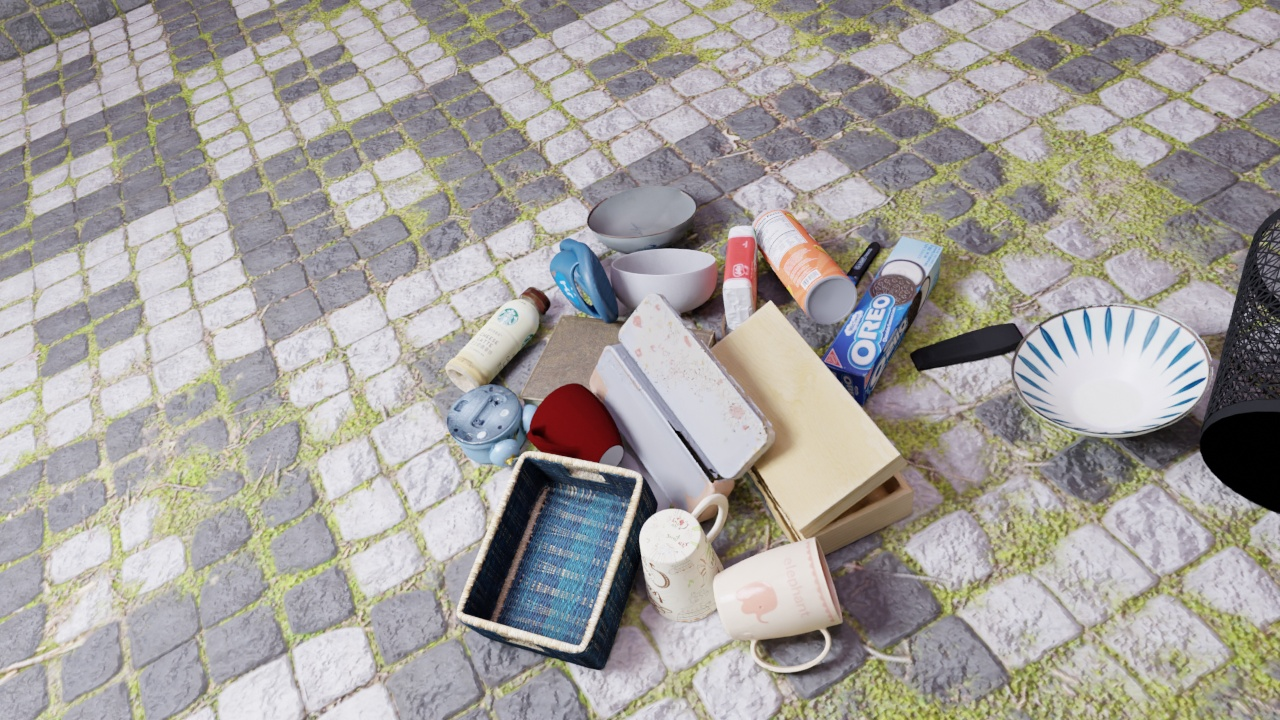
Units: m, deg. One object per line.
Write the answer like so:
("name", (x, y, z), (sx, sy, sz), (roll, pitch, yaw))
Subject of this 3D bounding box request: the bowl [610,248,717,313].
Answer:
("bowl", (0.030, -0.094, 1.162), (0.132, 0.064, 0.131), (-3, 21, 1))

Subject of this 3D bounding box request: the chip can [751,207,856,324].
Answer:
("chip can", (0.195, -0.120, 1.121), (0.062, 0.062, 0.210), (-18, 33, -1))

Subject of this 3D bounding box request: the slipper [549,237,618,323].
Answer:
("slipper", (-0.075, -0.099, 1.165), (0.059, 0.104, 0.213), (-29, 21, -3))

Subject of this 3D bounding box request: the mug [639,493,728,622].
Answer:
("mug", (0.050, 0.181, 0.897), (0.081, 0.097, 0.121), (28, 61, 34))

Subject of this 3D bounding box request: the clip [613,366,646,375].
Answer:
("clip", (-0.005, 0.010, 1.076), (0.059, 0.038, 0.022), (13, 56, 24))

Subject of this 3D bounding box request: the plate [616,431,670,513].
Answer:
("plate", (-0.051, 0.142, 1.015), (0.173, 0.019, 0.172), (-8, 47, 9))

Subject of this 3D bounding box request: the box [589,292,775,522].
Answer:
("box", (0.039, 0.047, 0.969), (0.058, 0.154, 0.216), (-9, 52, -41))

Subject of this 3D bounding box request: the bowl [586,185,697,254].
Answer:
("bowl", (0.005, -0.182, 1.262), (0.151, 0.057, 0.150), (-8, 36, 6))

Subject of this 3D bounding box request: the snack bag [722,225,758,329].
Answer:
("snack bag", (0.127, -0.104, 1.148), (0.036, 0.077, 0.115), (0, 49, 12))

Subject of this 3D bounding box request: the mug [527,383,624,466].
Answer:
("mug", (-0.069, 0.084, 0.987), (0.113, 0.087, 0.088), (-4, 32, -48))

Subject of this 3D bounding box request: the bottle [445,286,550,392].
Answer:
("bottle", (-0.178, -0.029, 1.180), (0.056, 0.056, 0.161), (21, 57, 30))

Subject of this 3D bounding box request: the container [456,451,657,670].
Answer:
("container", (-0.079, 0.197, 0.920), (0.145, 0.071, 0.187), (8, 61, 22))

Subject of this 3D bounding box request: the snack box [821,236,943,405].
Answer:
("snack box", (0.283, -0.051, 1.071), (0.059, 0.059, 0.225), (23, 58, 27))

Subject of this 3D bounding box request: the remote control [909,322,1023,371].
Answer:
("remote control", (0.372, -0.015, 1.044), (0.125, 0.010, 0.039), (-15, 46, 3))

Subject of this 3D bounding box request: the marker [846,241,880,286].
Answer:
("marker", (0.271, -0.110, 1.156), (0.018, 0.015, 0.122), (20, 55, 31))

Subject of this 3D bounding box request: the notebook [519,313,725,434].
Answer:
("notebook", (-0.017, -0.003, 1.127), (0.216, 0.034, 0.189), (8, 50, 22))

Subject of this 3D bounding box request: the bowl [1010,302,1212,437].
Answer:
("bowl", (0.473, 0.027, 0.929), (0.177, 0.071, 0.177), (-15, 42, 13))

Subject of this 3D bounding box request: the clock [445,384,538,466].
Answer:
("clock", (-0.168, 0.080, 1.082), (0.125, 0.052, 0.088), (16, 53, 27))

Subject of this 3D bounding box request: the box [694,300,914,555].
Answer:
("box", (0.157, 0.065, 0.957), (0.140, 0.123, 0.248), (-21, 46, -10))

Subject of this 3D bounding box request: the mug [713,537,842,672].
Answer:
("mug", (0.129, 0.231, 0.850), (0.104, 0.085, 0.111), (-18, 75, 12))

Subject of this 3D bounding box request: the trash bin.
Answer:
("trash bin", (0.636, 0.005, 0.828), (0.217, 0.217, 0.242), (23, 65, 32))
